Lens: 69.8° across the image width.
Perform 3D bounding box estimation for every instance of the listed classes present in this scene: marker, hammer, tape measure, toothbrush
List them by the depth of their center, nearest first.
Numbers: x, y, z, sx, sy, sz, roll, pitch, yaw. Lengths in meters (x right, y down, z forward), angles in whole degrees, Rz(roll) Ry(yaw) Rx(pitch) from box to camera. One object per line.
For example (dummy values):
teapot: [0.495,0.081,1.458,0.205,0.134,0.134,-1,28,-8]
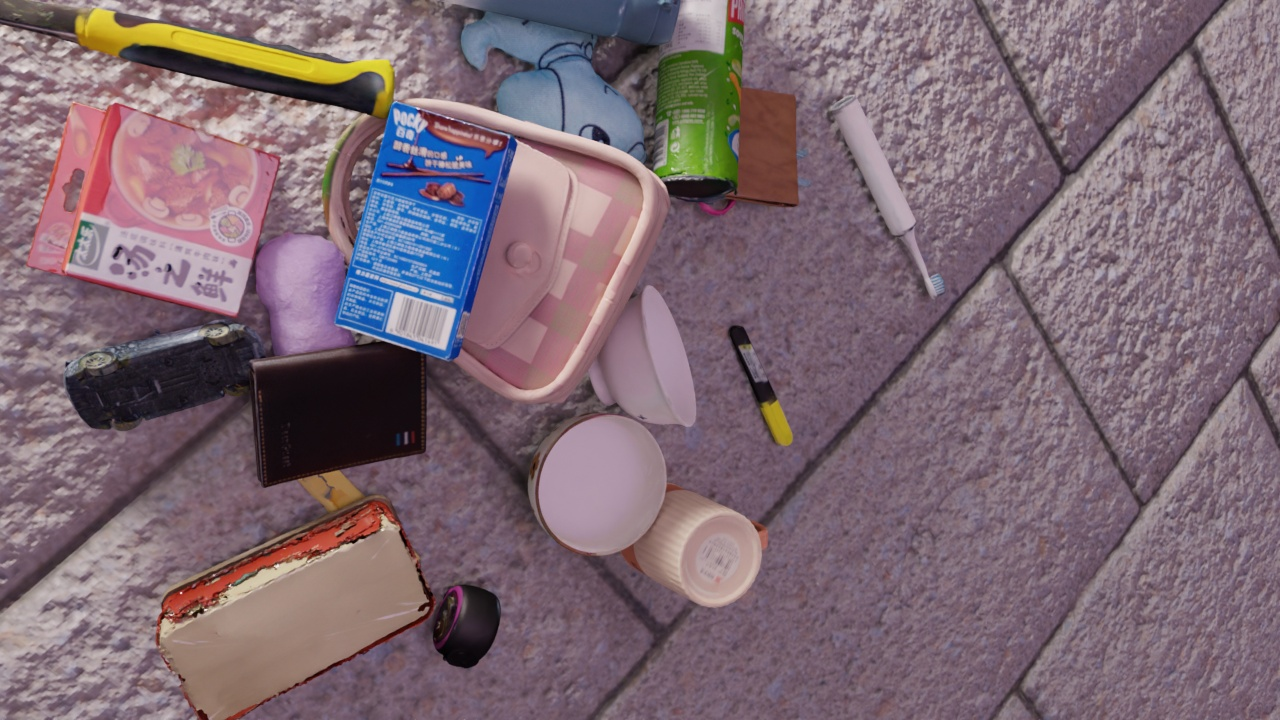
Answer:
hammer: [-0.316,-0.195,0.561,0.323,0.032,0.126,7,71,-23]
tape measure: [-0.136,0.202,0.707,0.039,0.057,0.058,25,91,-25]
marker: [0.110,0.023,0.841,0.018,0.015,0.124,-31,104,-22]
toothbrush: [0.242,-0.151,0.883,0.026,0.026,0.221,-30,109,7]

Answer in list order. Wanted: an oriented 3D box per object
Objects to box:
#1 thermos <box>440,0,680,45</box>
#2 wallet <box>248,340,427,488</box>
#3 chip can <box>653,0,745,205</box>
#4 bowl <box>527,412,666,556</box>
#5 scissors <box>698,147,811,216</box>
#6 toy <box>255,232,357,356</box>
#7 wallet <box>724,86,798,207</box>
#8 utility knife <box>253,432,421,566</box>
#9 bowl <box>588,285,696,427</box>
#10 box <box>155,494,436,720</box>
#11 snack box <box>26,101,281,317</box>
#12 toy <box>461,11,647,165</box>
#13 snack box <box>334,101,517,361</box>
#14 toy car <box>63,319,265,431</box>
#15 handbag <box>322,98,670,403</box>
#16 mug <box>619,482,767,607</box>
thermos: [-0.078,-0.275,0.657,0.220,0.070,0.070,9,90,-11]
wallet: [-0.212,0.035,0.655,0.122,0.020,0.096,-11,117,-34]
chip can: [0.048,-0.248,0.732,0.072,0.072,0.236,6,83,-27]
bowl: [-0.042,0.095,0.742,0.113,0.062,0.113,-3,97,-27]
scissors: [0.099,-0.179,0.817,0.137,0.017,0.096,-25,98,-26]
toy: [-0.231,-0.038,0.646,0.083,0.039,0.108,-14,107,-23]
wallet: [0.086,-0.187,0.791,0.115,0.020,0.101,1,84,-26]
utility knife: [-0.221,0.109,0.683,0.030,0.019,0.173,-46,108,-22]
bowl: [-0.004,0.004,0.744,0.065,0.118,0.118,-17,105,15]
box: [-0.235,0.170,0.633,0.168,0.079,0.091,-25,109,-18]
snack box: [-0.315,-0.098,0.597,0.127,0.044,0.113,15,88,-27]
toy: [-0.064,-0.204,0.712,0.161,0.050,0.156,12,91,-17]
snack box: [-0.146,-0.087,0.624,0.084,0.026,0.157,17,96,3]
toy car: [-0.312,0.007,0.606,0.120,0.037,0.054,-16,129,-20]
handbag: [-0.114,-0.095,0.668,0.234,0.093,0.193,27,96,-6]
mug: [0.053,0.152,0.771,0.114,0.106,0.081,-1,95,-26]
